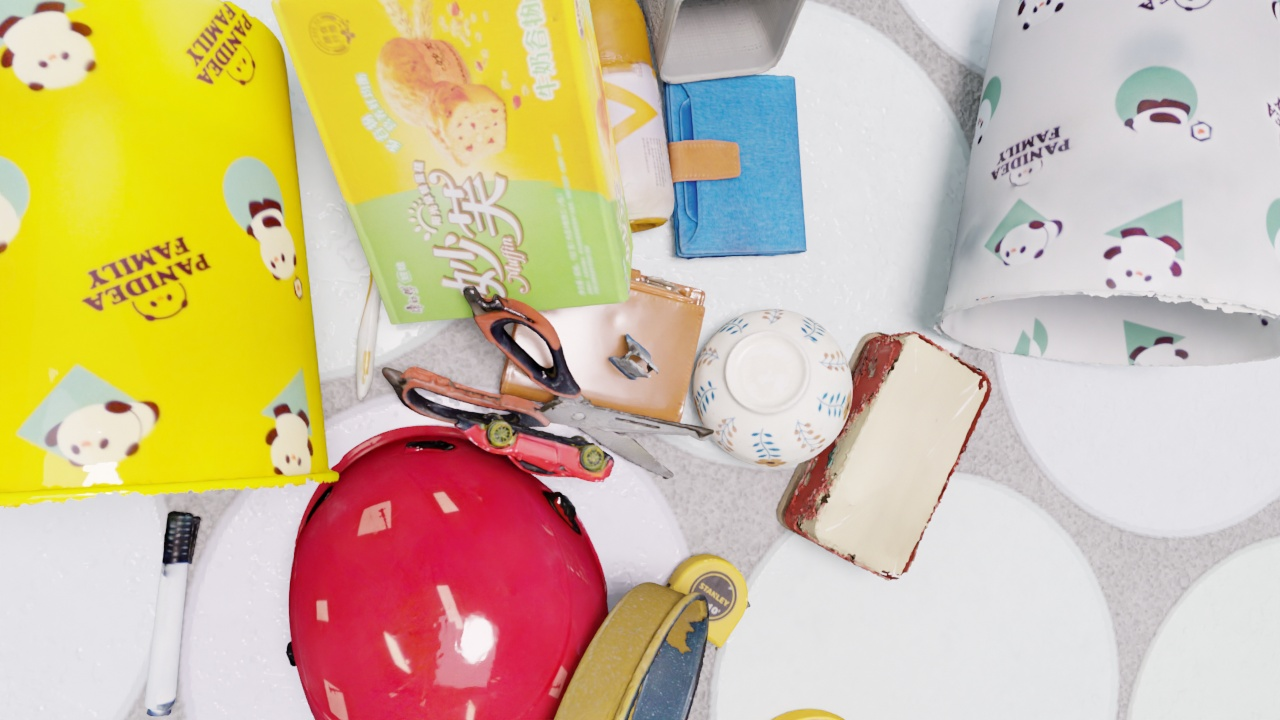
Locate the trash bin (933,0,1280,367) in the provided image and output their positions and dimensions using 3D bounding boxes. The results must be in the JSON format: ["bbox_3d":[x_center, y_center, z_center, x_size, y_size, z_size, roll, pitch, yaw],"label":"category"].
[{"bbox_3d":[0.336,-0.137,0.637,0.229,0.230,0.251,10,83,-12],"label":"trash bin"}]

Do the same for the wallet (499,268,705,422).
[{"bbox_3d":[-0.025,-0.015,0.648,0.131,0.031,0.108,12,89,-14],"label":"wallet"}]

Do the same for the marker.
[{"bbox_3d":[-0.303,0.163,0.594,0.022,0.018,0.130,5,88,-22],"label":"marker"}]

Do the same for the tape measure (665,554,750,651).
[{"bbox_3d":[0.048,0.169,0.665,0.060,0.029,0.057,37,83,-10],"label":"tape measure"}]

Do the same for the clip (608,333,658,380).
[{"bbox_3d":[-0.002,0.002,0.610,0.027,0.058,0.045,44,85,-16],"label":"clip"}]

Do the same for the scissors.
[{"bbox_3d":[-0.062,0.026,0.614,0.189,0.015,0.227,-13,134,19],"label":"scissors"}]

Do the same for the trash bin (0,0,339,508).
[{"bbox_3d":[-0.287,-0.053,0.501,0.229,0.230,0.255,-2,85,-13],"label":"trash bin"}]

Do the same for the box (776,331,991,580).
[{"bbox_3d":[0.179,0.066,0.667,0.091,0.080,0.168,29,83,-12],"label":"box"}]

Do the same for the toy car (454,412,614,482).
[{"bbox_3d":[-0.070,0.057,0.597,0.106,0.049,0.031,19,87,-16],"label":"toy car"}]

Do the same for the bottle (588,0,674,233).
[{"bbox_3d":[-0.022,-0.183,0.630,0.068,0.068,0.189,-9,92,-12],"label":"bottle"}]

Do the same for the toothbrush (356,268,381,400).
[{"bbox_3d":[-0.182,-0.068,0.622,0.018,0.016,0.191,6,88,-2],"label":"toothbrush"}]

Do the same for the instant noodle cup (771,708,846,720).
[{"bbox_3d":[0.136,0.322,0.640,0.118,0.114,0.118,0,90,-13],"label":"instant noodle cup"}]

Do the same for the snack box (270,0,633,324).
[{"bbox_3d":[-0.096,-0.129,0.540,0.158,0.069,0.210,-5,126,8],"label":"snack box"}]

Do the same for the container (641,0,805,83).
[{"bbox_3d":[0.046,-0.266,0.623,0.090,0.090,0.114,-11,70,-14],"label":"container"}]

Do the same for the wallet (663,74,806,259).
[{"bbox_3d":[0.069,-0.142,0.667,0.106,0.040,0.133,-4,89,-17],"label":"wallet"}]

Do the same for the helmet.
[{"bbox_3d":[-0.121,0.160,0.572,0.206,0.144,0.240,-27,95,-9],"label":"helmet"}]

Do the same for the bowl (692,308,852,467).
[{"bbox_3d":[0.090,0.014,0.635,0.113,0.062,0.113,-3,75,10],"label":"bowl"}]

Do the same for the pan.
[{"bbox_3d":[-0.006,0.314,0.595,0.078,0.197,0.358,17,112,19],"label":"pan"}]
